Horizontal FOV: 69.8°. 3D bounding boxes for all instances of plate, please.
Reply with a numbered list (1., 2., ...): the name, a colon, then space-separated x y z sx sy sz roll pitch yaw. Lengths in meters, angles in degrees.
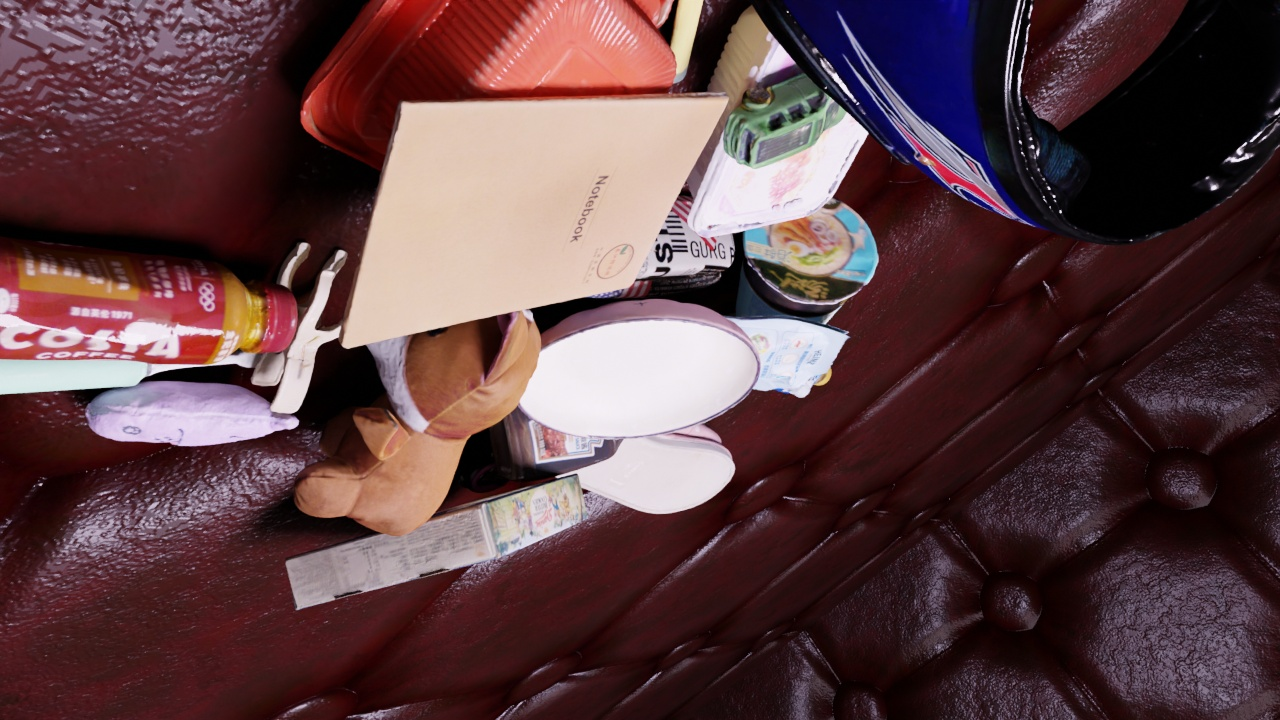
1. plate: -0.004 0.004 0.717 0.192 0.039 0.193 -5 150 -3

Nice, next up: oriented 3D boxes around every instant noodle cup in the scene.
1. instant noodle cup: 0.097 -0.173 0.627 0.137 0.060 0.174 -16 146 -32
2. instant noodle cup: -0.058 -0.150 0.473 0.189 0.079 0.164 -48 155 14
3. instant noodle cup: 0.133 -0.068 0.796 0.111 0.111 0.121 -26 159 -17

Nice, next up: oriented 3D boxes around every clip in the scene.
1. clip: -0.192 -0.014 0.539 0.034 0.082 0.104 10 101 -54

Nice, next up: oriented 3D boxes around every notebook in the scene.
1. notebook: -0.053 -0.079 0.493 0.207 0.008 0.148 -16 147 -42

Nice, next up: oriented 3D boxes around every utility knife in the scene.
1. utility knife: 0.037 -0.233 0.506 0.030 0.021 0.199 -56 173 -36

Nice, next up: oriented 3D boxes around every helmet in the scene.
1. helmet: 0.178 -0.215 0.439 0.247 0.240 0.315 -43 140 12

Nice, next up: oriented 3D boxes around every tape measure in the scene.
1. tape measure: -0.134 0.091 0.813 0.057 0.039 0.057 7 132 -52

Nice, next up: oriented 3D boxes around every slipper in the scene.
1. slipper: -0.004 0.095 0.946 0.274 0.054 0.114 21 118 -44

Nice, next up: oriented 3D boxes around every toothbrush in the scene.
1. toothbrush: -0.308 0.003 0.496 0.224 0.027 0.026 -4 111 -45

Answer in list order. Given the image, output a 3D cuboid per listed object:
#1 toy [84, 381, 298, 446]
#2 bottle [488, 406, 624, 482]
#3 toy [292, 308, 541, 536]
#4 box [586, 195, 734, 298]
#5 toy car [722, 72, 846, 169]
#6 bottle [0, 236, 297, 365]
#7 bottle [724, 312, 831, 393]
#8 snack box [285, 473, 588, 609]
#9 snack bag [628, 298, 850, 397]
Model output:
1. toy: -0.275 0.032 0.554 0.107 0.039 0.084 4 175 -44
2. bottle: -0.040 0.050 0.818 0.194 0.080 0.044 -14 -170 -35
3. toy: -0.146 0.020 0.625 0.200 0.140 0.130 -42 111 10
4. box: -0.005 -0.073 0.681 0.162 0.076 0.087 -10 164 -44
5. toy car: 0.093 -0.149 0.560 0.091 0.036 0.043 -30 151 -17
6. bottle: -0.263 -0.027 0.463 0.174 0.057 0.058 3 135 -50
7. bottle: 0.142 0.000 0.946 0.065 0.065 0.218 -45 151 19
8. snack box: -0.157 0.144 0.751 0.178 0.045 0.182 -18 174 18
9. snack bag: 0.071 -0.009 0.777 0.191 0.038 0.110 6 140 -5
